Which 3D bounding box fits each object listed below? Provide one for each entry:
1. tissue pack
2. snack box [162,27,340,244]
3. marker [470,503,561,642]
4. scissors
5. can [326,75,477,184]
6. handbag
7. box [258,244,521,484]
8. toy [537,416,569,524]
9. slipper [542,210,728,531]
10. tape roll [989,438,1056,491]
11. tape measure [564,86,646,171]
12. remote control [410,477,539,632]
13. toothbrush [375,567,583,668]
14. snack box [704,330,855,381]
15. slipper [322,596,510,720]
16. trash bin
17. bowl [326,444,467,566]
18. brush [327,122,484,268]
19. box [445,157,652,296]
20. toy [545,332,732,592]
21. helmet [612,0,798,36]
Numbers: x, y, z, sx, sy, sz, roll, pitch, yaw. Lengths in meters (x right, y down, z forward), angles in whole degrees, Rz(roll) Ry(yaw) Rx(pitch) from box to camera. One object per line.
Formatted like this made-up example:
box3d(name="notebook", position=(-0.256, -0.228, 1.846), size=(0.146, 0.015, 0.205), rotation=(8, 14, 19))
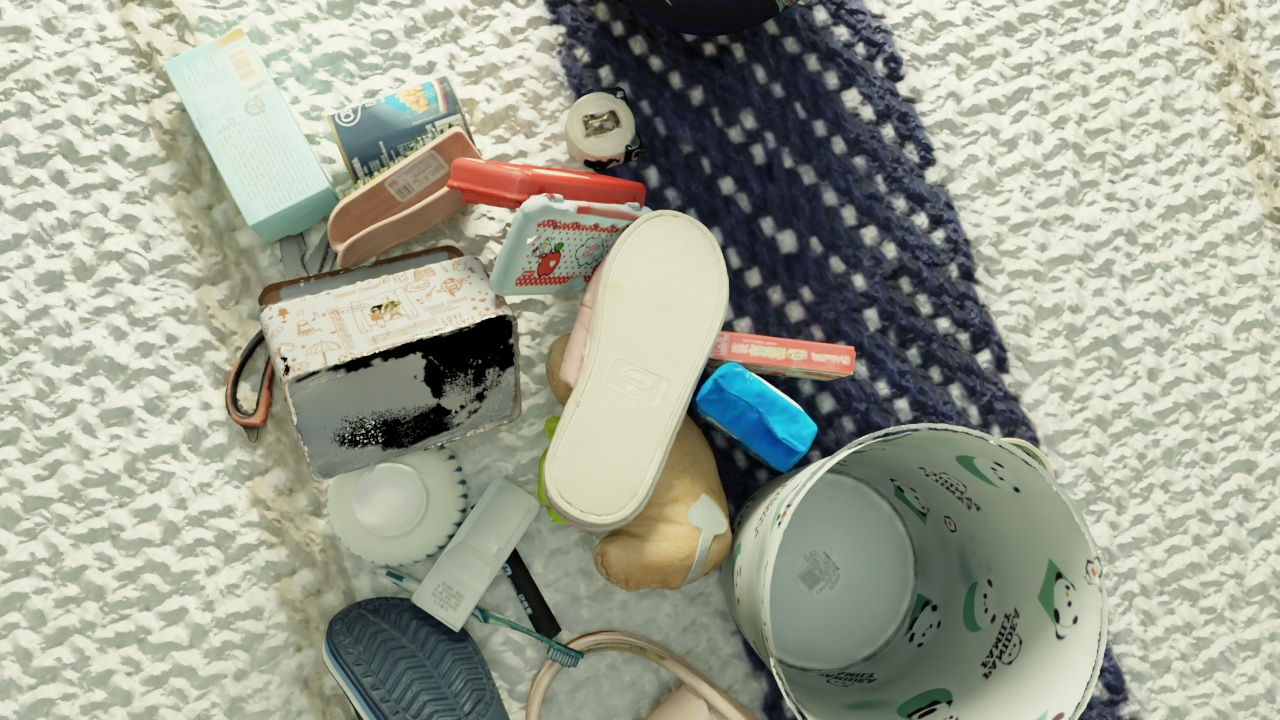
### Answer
box3d(name="tissue pack", position=(0.092, 0.045, 0.758), size=(0.095, 0.157, 0.052), rotation=(37, 87, 3))
box3d(name="snack box", position=(-0.332, -0.193, 0.790), size=(0.074, 0.052, 0.175), rotation=(-29, 81, -8))
box3d(name="marker", position=(-0.106, 0.179, 0.788), size=(0.022, 0.020, 0.132), rotation=(-27, 85, -24))
box3d(name="scissors", position=(-0.292, -0.032, 0.799), size=(0.189, 0.015, 0.225), rotation=(-35, 87, -9))
box3d(name="can", position=(-0.204, -0.194, 0.797), size=(0.111, 0.075, 0.075), rotation=(-22, 85, -9))
box3d(name="handbag", position=(0.003, 0.333, 0.757), size=(0.193, 0.093, 0.234), rotation=(-41, 80, -9))
box3d(name="box", position=(-0.208, -0.023, 0.750), size=(0.182, 0.155, 0.184), rotation=(-17, 53, -21))
box3d(name="toy", position=(-0.055, 0.094, 0.798), size=(0.096, 0.031, 0.100), rotation=(41, 74, -5))
box3d(name="slipper", position=(-0.004, 0.004, 0.725), size=(0.114, 0.054, 0.273), rotation=(18, 68, -2))
box3d(name="tape roll", position=(0.339, 0.114, 0.845), size=(0.086, 0.014, 0.085), rotation=(1, 83, -5))
box3d(name="tape measure", position=(-0.036, -0.209, 0.838), size=(0.066, 0.033, 0.065), rotation=(-20, 84, -9))
box3d(name="remote control", position=(-0.135, 0.158, 0.763), size=(0.049, 0.024, 0.124), rotation=(33, 76, -1))
box3d(name="toothbrush", position=(-0.137, 0.215, 0.770), size=(0.191, 0.016, 0.018), rotation=(21, 81, 6))
box3d(name="snack box", position=(0.103, -0.004, 0.805), size=(0.153, 0.075, 0.025), rotation=(6, 83, -5))
box3d(name="slipper", position=(-0.162, 0.303, 0.733), size=(0.253, 0.104, 0.095), rotation=(50, 124, 16))
box3d(name="trash bin", position=(0.176, 0.170, 0.701), size=(0.229, 0.252, 0.229), rotation=(1, 83, -6))
box3d(name="bowl", position=(-0.204, 0.114, 0.762), size=(0.116, 0.066, 0.116), rotation=(1, 83, -6))
box3d(name="brush", position=(-0.193, -0.130, 0.753), size=(0.146, 0.063, 0.073), rotation=(-31, 46, 3))
box3d(name="box", position=(-0.068, -0.104, 0.751), size=(0.095, 0.201, 0.101), rotation=(17, 104, 26))
box3d(name="toy", position=(-0.005, 0.079, 0.758), size=(0.143, 0.083, 0.226), rotation=(-8, 64, -41))
box3d(name="helmet", position=(0.038, -0.429, 0.764), size=(0.247, 0.240, 0.315), rotation=(-32, 98, -8))
